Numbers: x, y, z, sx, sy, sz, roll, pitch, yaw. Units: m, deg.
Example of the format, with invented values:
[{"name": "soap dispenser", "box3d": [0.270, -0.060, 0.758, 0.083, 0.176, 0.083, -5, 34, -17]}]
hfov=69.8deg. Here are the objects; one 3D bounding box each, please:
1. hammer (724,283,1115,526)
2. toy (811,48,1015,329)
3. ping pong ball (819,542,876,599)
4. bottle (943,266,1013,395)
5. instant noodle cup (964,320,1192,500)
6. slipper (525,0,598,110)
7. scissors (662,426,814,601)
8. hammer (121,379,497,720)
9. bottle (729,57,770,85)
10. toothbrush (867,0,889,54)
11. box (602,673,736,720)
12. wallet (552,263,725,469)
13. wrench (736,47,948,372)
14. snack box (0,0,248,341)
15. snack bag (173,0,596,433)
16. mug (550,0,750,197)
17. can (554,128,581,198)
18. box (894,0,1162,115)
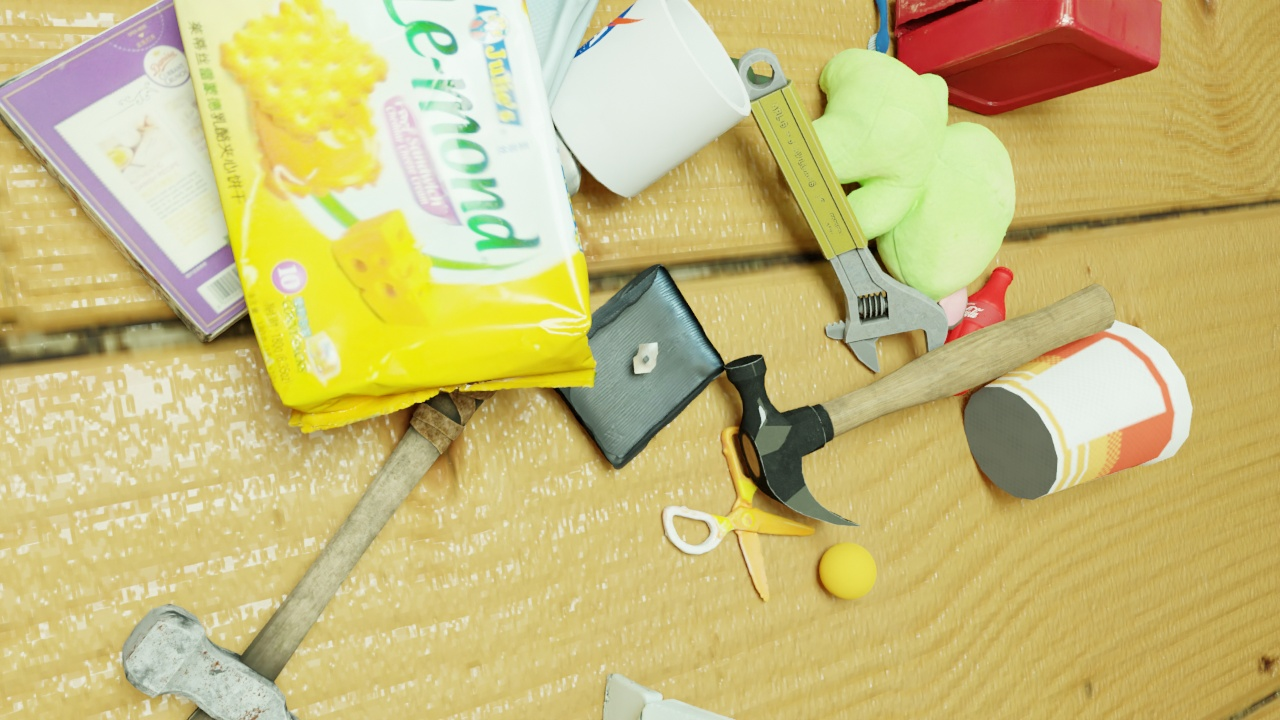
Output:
[{"name": "hammer", "box3d": [0.213, 0.015, 0.655, 0.305, 0.040, 0.132, -21, 101, -15]}, {"name": "toy", "box3d": [0.207, -0.135, 0.680, 0.197, 0.107, 0.150, 31, 73, -12]}, {"name": "ping pong ball", "box3d": [0.149, 0.151, 0.660, 0.040, 0.040, 0.040, 2, 85, -28]}, {"name": "bottle", "box3d": [0.270, -0.027, 0.739, 0.036, 0.036, 0.118, 42, 69, -19]}, {"name": "instant noodle cup", "box3d": [0.337, 0.045, 0.729, 0.121, 0.123, 0.123, -19, 95, -20]}, {"name": "slipper", "box3d": [-0.075, -0.221, 0.518, 0.104, 0.074, 0.245, 12, 78, 11]}, {"name": "scissors", "box3d": [0.066, 0.110, 0.635, 0.128, 0.011, 0.125, -17, 93, -26]}, {"name": "hammer", "box3d": [-0.137, 0.069, 0.516, 0.121, 0.049, 0.318, 42, 67, -22]}, {"name": "bottle", "box3d": [0.059, -0.201, 0.646, 0.106, 0.025, 0.025, 1, 86, -28]}, {"name": "toothbrush", "box3d": [0.193, -0.303, 0.732, 0.021, 0.017, 0.135, 12, 78, -31]}, {"name": "box", "box3d": [0.002, 0.291, 0.518, 0.040, 0.135, 0.197, 13, 80, -37]}, {"name": "wallet", "box3d": [-0.004, 0.004, 0.597, 0.114, 0.026, 0.089, -41, 106, -25]}, {"name": "wrench", "box3d": [0.139, -0.095, 0.638, 0.273, 0.084, 0.018, 57, 20, -28]}, {"name": "snack box", "box3d": [-0.220, -0.110, 0.483, 0.143, 0.041, 0.148, -43, 106, -24]}, {"name": "snack bag", "box3d": [-0.120, -0.091, 0.453, 0.159, 0.068, 0.247, -12, 94, -8]}, {"name": "mug", "box3d": [0.010, -0.165, 0.571, 0.091, 0.090, 0.121, 60, 25, 3]}, {"name": "can", "box3d": [-0.098, -0.086, 0.538, 0.135, 0.054, 0.054, -41, 105, -24]}, {"name": "box", "box3d": [0.289, -0.252, 0.695, 0.129, 0.158, 0.092, 3, 91, -31]}]
